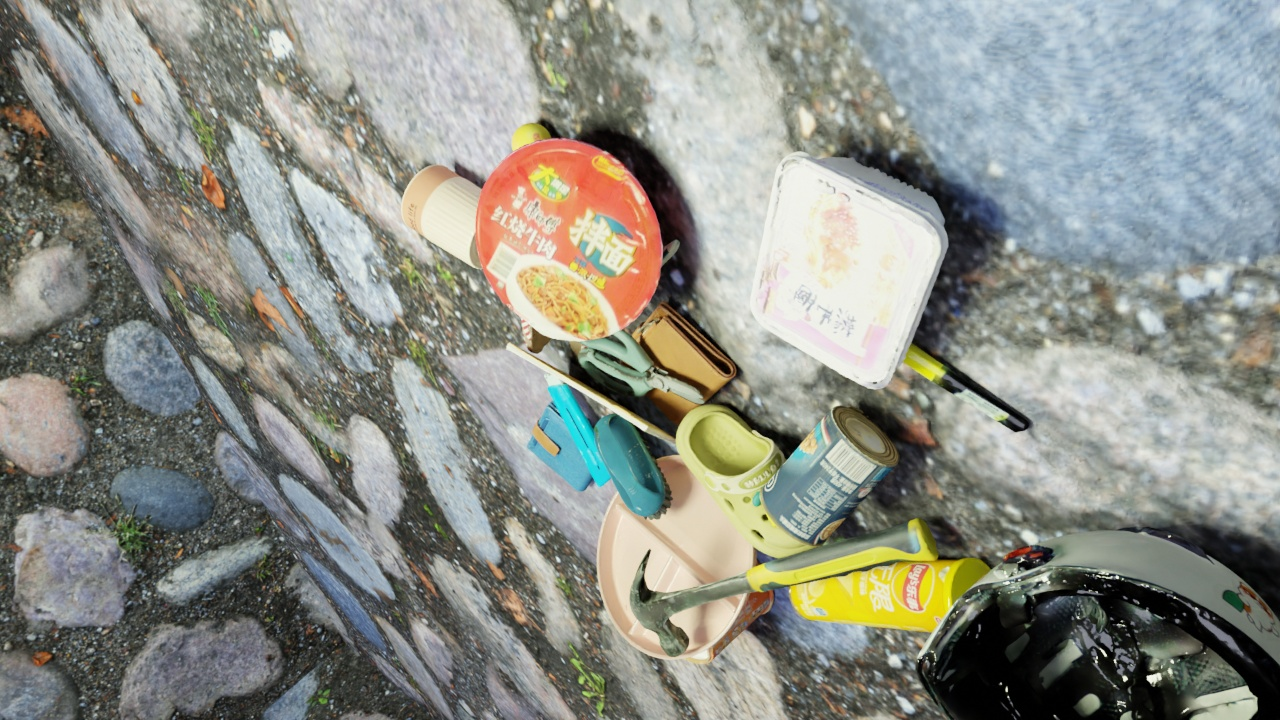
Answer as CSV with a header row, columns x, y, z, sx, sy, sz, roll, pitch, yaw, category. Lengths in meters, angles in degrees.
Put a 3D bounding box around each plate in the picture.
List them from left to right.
x,y,z,sx,sy,sz,roll,pitch,yaw,category
0.040,0.224,1.057,0.230,0.229,0.028,12,175,44,plate

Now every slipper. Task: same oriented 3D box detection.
x,y,z,sx,sy,sz,roll,pitch,yaw,category
0.111,0.118,0.924,0.190,0.091,0.081,45,174,16,slipper

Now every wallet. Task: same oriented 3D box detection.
x,y,z,sx,sy,sz,roll,pitch,yaw,category
-0.097,0.116,1.232,0.106,0.040,0.133,41,145,6,wallet
0.033,0.005,0.970,0.108,0.031,0.132,44,147,3,wallet

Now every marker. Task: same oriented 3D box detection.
x,y,z,sx,sy,sz,roll,pitch,yaw,category
0.255,0.019,0.737,0.124,0.015,0.018,35,145,16,marker

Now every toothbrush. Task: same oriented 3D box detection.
x,y,z,sx,sy,sz,roll,pitch,yaw,category
-0.005,-0.080,0.945,0.018,0.016,0.192,58,148,7,toothbrush

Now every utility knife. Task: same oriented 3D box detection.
x,y,z,sx,sy,sz,roll,pitch,yaw,category
-0.077,0.085,1.158,0.034,0.018,0.159,-27,94,28,utility knife

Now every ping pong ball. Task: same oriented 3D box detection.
x,y,z,sx,sy,sz,roll,pitch,yaw,category
-0.107,-0.214,0.907,0.040,0.040,0.040,31,143,27,ping pong ball

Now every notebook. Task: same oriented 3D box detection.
x,y,z,sx,sy,sz,roll,pitch,yaw,category
-0.043,0.045,1.047,0.206,0.010,0.146,29,177,29,notebook

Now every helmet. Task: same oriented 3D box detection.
x,y,z,sx,sy,sz,roll,pitch,yaw,category
0.358,0.222,0.689,0.230,0.156,0.275,44,136,12,helmet

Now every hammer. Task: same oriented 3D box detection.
x,y,z,sx,sy,sz,roll,pitch,yaw,category
0.128,0.212,0.906,0.324,0.031,0.126,-23,114,28,hammer

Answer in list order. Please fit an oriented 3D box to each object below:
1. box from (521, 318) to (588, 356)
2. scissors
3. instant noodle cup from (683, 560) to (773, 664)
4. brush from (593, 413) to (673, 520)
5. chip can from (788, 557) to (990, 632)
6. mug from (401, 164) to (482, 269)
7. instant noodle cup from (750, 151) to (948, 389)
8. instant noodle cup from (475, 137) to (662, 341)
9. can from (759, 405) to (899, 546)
x,y,z,sx,sy,sz,roll,pitch,yaw,category
-0.081,-0.065,1.007,0.087,0.076,0.163,21,139,15,box
-0.002,0.023,0.985,0.185,0.019,0.130,36,149,13,scissors
0.073,0.293,1.136,0.151,0.111,0.152,31,143,27,instant noodle cup
-0.016,0.119,1.070,0.073,0.055,0.143,40,-164,-52,brush
0.244,0.231,0.909,0.072,0.071,0.214,57,147,-10,chip can
-0.201,-0.156,1.052,0.106,0.081,0.114,33,170,22,mug
0.165,-0.075,0.707,0.138,0.060,0.174,33,145,24,instant noodle cup
-0.061,-0.119,0.881,0.194,0.065,0.194,8,113,18,instant noodle cup
0.170,0.103,0.828,0.075,0.075,0.111,42,117,12,can
